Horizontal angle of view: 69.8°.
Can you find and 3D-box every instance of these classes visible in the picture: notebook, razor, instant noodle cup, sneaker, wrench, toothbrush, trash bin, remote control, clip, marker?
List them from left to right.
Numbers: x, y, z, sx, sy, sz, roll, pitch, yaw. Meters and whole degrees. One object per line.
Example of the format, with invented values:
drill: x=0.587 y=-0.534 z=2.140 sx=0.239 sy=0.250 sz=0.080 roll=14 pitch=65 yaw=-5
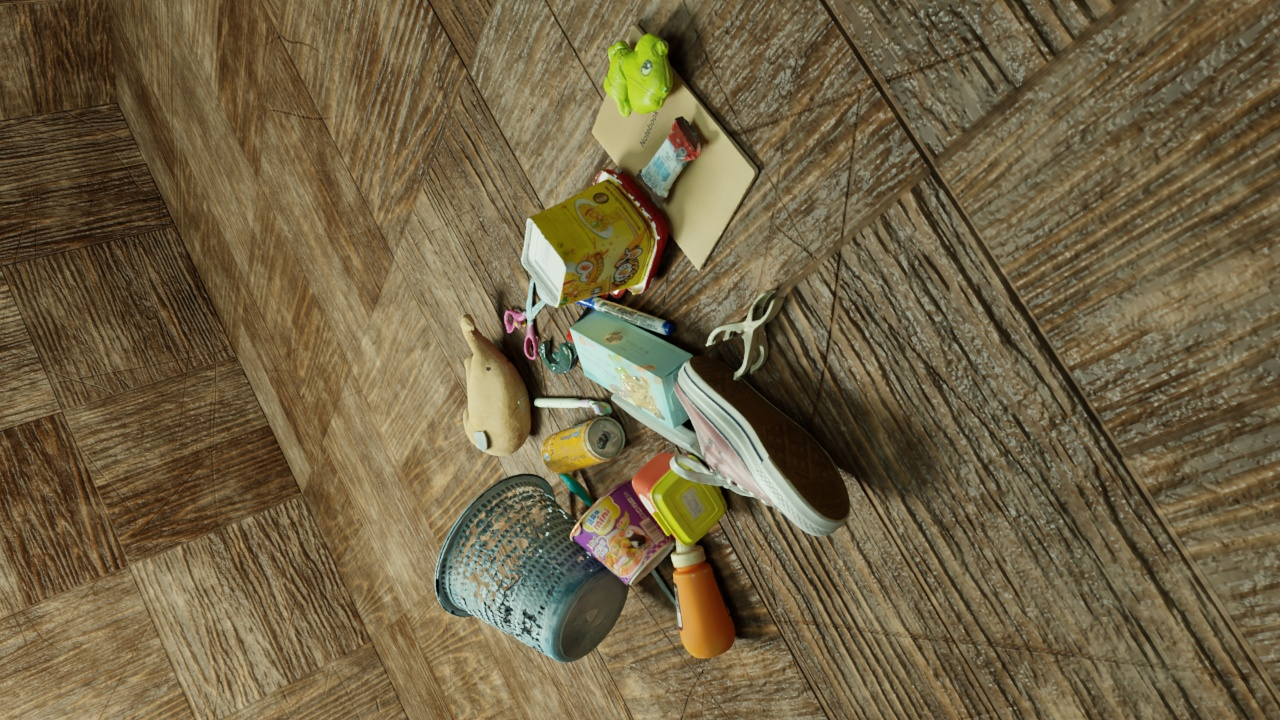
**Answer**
trash bin: x=-0.131 y=0.297 z=1.253 sx=0.195 sy=0.225 sz=0.227 roll=26 pitch=130 yaw=32
toothbrush: x=-0.099 y=0.061 z=1.260 sx=0.190 sy=0.029 sz=0.020 roll=0 pitch=67 yaw=56
wrench: x=-0.071 y=-0.046 z=1.158 sx=0.056 sy=0.016 sz=0.274 roll=57 pitch=146 yaw=7
razor: x=-0.077 y=0.209 z=1.306 sx=0.132 sy=0.028 sz=0.043 roll=58 pitch=158 yaw=5
instant noodle cup: x=-0.053 y=-0.124 z=0.979 sx=0.116 sy=0.123 sz=0.116 roll=53 pitch=150 yaw=23
marker: x=-0.020 y=-0.055 z=1.059 sx=0.146 sy=0.016 sz=0.017 roll=21 pitch=126 yaw=36
instant noodle cup: x=-0.017 y=0.224 z=1.168 sx=0.099 sy=0.111 sz=0.112 roll=46 pitch=142 yaw=16
remote control: x=0.029 y=0.075 z=1.061 sx=0.150 sy=0.021 sz=0.058 roll=28 pitch=171 yaw=43
notebook: x=0.028 y=-0.212 z=0.925 sx=0.207 sy=0.008 sz=0.148 roll=55 pitch=145 yaw=18
sneaker: x=0.107 y=0.096 z=0.909 sx=0.241 sy=0.118 sz=0.088 roll=48 pitch=125 yaw=37
clip: x=0.112 y=-0.019 z=0.899 sx=0.102 sy=0.034 sz=0.095 roll=-24 pitch=85 yaw=50

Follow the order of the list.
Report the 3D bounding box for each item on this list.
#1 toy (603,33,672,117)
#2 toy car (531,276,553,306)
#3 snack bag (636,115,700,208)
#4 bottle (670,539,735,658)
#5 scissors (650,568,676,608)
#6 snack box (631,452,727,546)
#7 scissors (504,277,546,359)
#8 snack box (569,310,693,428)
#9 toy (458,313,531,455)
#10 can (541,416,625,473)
toy: x=-0.001 y=-0.274 z=0.891 sx=0.100 sy=0.031 sz=0.097 roll=47 pitch=142 yaw=35
toy car: x=-0.122 y=-0.118 z=1.174 sx=0.049 sy=0.031 sz=0.105 roll=11 pitch=118 yaw=53
snack bag: x=0.027 y=-0.193 z=0.904 sx=0.045 sy=0.026 sz=0.106 roll=53 pitch=147 yaw=5
bottle: x=0.069 y=0.282 z=1.117 sx=0.067 sy=0.066 sz=0.149 roll=-15 pitch=90 yaw=57
scissors: x=0.002 y=0.271 z=1.251 sx=0.133 sy=0.014 sz=0.175 roll=-1 pitch=111 yaw=54
snack box: x=0.040 y=0.155 z=1.055 sx=0.091 sy=0.082 sz=0.080 roll=57 pitch=160 yaw=-22
scissors: x=-0.151 y=-0.053 z=1.271 sx=0.136 sy=0.017 sz=0.108 roll=-31 pitch=82 yaw=53
snack box: x=-0.006 y=0.006 z=1.052 sx=0.175 sy=0.051 sz=0.074 roll=28 pitch=145 yaw=44
toy: x=-0.220 y=0.038 z=1.364 sx=0.143 sy=0.082 sz=0.226 roll=22 pitch=125 yaw=33
can: x=-0.079 y=0.114 z=1.226 sx=0.146 sy=0.058 sz=0.058 roll=-24 pitch=89 yaw=57
